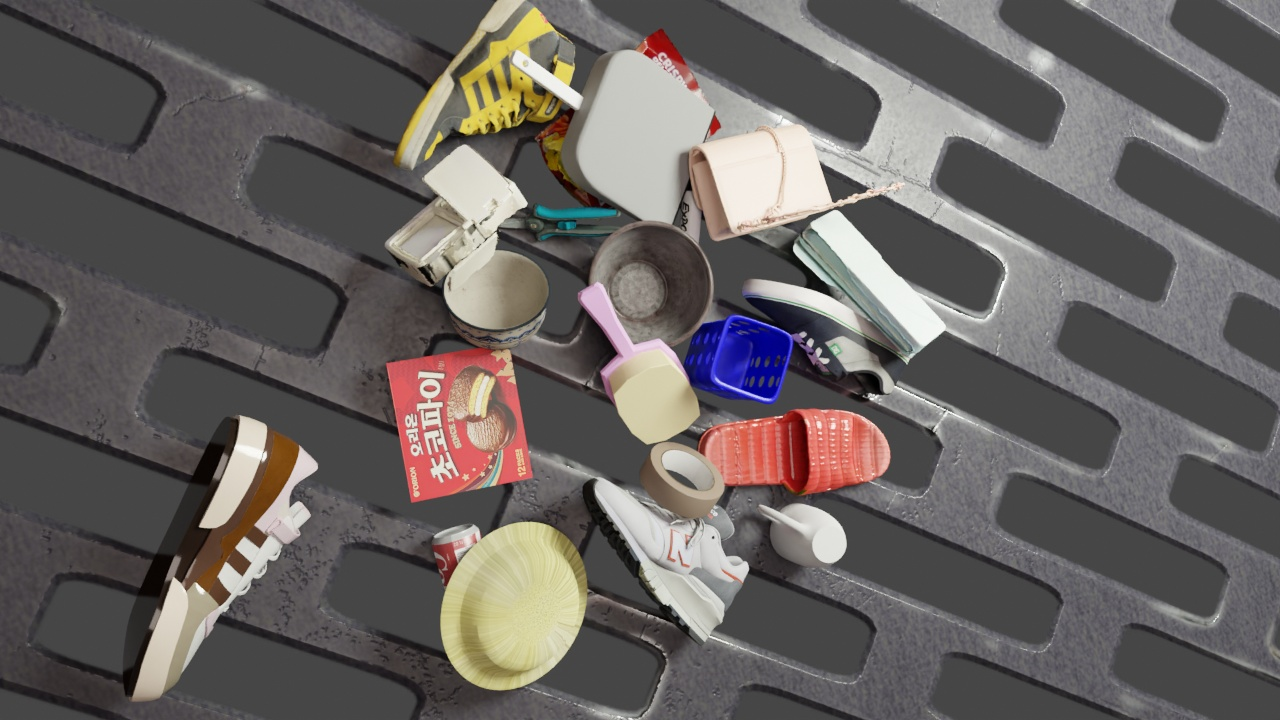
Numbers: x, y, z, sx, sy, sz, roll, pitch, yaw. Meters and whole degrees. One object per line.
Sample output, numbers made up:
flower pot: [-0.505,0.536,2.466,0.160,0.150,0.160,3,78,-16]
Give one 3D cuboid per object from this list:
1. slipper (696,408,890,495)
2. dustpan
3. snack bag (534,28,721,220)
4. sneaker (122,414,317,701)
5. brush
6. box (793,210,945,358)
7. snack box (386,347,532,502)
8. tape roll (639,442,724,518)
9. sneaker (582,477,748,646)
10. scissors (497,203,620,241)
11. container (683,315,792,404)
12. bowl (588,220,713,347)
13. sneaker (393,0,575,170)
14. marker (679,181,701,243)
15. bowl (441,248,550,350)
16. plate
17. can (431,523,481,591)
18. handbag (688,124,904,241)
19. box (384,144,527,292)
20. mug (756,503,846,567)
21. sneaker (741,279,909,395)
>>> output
slipper: [0.193,0.110,1.109,0.248,0.059,0.103,0,89,-13]
dustpan: [-0.035,-0.265,1.008,0.257,0.033,0.163,26,82,-41]
snack bag: [-0.009,-0.270,1.062,0.207,0.067,0.139,-42,106,-13]
sneaker: [-0.421,0.208,0.935,0.116,0.112,0.293,25,82,-33]
brush: [-0.006,0.006,1.000,0.089,0.043,0.229,-29,135,3]
box: [0.271,-0.090,1.089,0.073,0.085,0.199,-44,80,16]
snack box: [-0.200,0.067,1.018,0.132,0.036,0.152,-10,92,-15]
tape roll: [0.047,0.135,1.043,0.093,0.093,0.030,22,118,-13]
sneaker: [0.041,0.204,1.060,0.124,0.089,0.240,-38,107,-17]
scissors: [-0.093,-0.162,1.037,0.130,0.135,0.019,34,37,-26]
container: [0.108,-0.001,1.059,0.085,0.114,0.084,19,84,-14]
bowl: [0.005,-0.084,1.058,0.145,0.067,0.145,0,89,-15]
sneaker: [-0.162,-0.282,1.008,0.122,0.086,0.238,35,82,-13]
marker: [0.060,-0.175,1.096,0.025,0.025,0.126,7,87,-15]
bowl: [-0.157,-0.060,1.005,0.115,0.059,0.115,3,54,-5]
plate: [-0.124,0.271,0.997,0.184,0.036,0.184,-3,95,-37]
can: [-0.192,0.233,1.008,0.054,0.054,0.096,-16,93,-15]
handbag: [0.175,-0.221,1.039,0.198,0.187,0.116,-17,95,-26]
box: [-0.182,-0.146,0.947,0.143,0.182,0.081,-46,133,-15]
mug: [0.190,0.202,1.089,0.107,0.089,0.071,32,81,-12]
sneaker: [0.219,-0.025,1.107,0.235,0.084,0.079,25,83,-16]
